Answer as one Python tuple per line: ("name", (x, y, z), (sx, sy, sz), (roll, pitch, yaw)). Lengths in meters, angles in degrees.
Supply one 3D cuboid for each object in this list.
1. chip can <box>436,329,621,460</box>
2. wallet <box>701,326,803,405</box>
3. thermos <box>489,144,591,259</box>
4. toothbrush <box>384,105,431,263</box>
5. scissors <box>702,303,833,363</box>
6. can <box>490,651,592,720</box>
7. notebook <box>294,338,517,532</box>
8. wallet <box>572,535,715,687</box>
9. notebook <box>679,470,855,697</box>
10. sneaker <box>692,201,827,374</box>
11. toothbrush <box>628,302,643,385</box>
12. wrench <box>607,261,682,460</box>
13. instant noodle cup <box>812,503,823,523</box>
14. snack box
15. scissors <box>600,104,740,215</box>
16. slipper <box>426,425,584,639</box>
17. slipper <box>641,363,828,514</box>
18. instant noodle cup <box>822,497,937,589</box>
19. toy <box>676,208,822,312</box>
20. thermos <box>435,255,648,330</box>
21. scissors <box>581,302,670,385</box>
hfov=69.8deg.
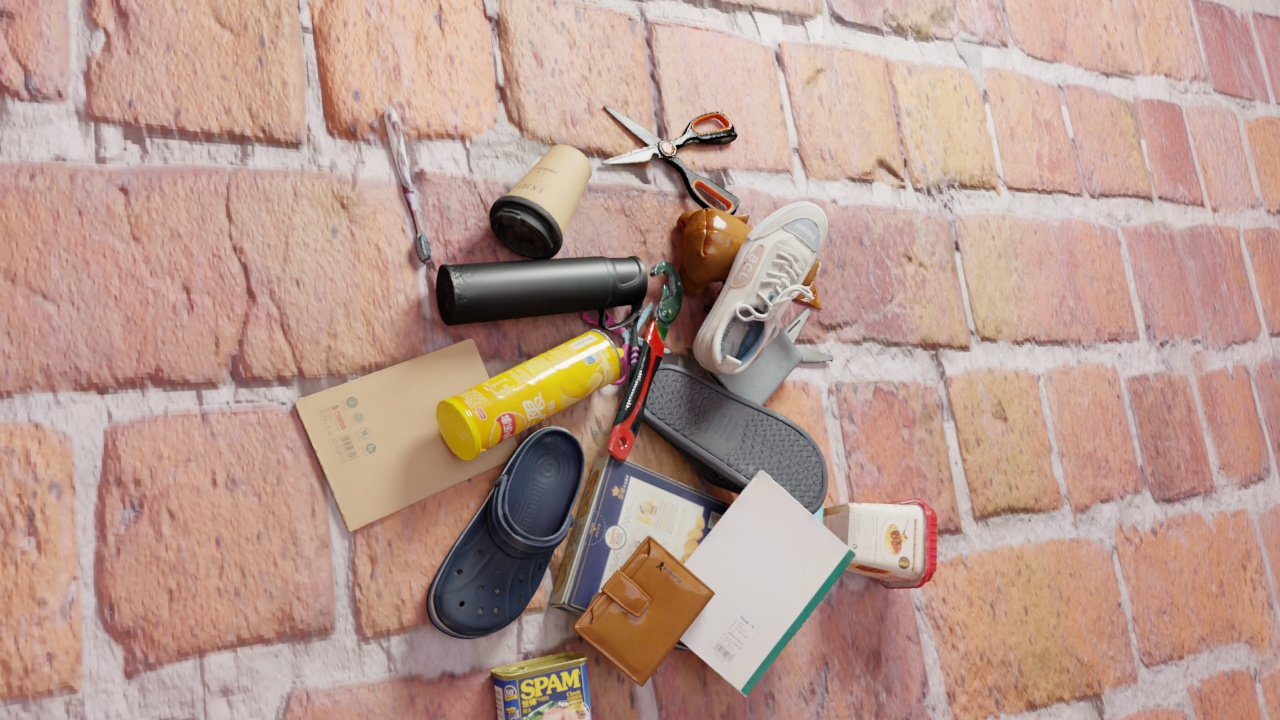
("chip can", (-0.121, 0.034, 1.026), (0.212, 0.072, 0.072), (-29, 93, -36))
("wallet", (0.147, -0.002, 1.194), (0.129, 0.037, 0.106), (-45, 102, -30))
("thermos", (-0.114, -0.189, 1.086), (0.093, 0.093, 0.143), (38, 56, -16))
("toothbrush", (-0.264, -0.202, 1.042), (0.016, 0.017, 0.187), (-12, 85, -32))
("scissors", (0.173, -0.011, 1.241), (0.223, 0.015, 0.188), (17, 70, -24))
("can", (-0.103, 0.363, 0.974), (0.102, 0.057, 0.083), (-3, 82, -29))
("notebook", (-0.245, 0.075, 0.992), (0.207, 0.008, 0.148), (-23, 90, -32))
("wallet", (0.004, 0.272, 1.003), (0.108, 0.031, 0.131), (44, 77, -10))
("notebook", (0.129, 0.253, 1.049), (0.150, 0.012, 0.209), (41, 78, 0))
("sneaker", (0.151, -0.088, 1.104), (0.089, 0.091, 0.242), (33, 90, -16))
("toothbrush", (-0.007, 0.007, 1.116), (0.014, 0.018, 0.189), (10, 68, -19))
("wrench", (0.008, -0.003, 1.112), (0.056, 0.016, 0.272), (34, 58, -31))
("instant noodle cup", (0.179, 0.224, 1.142), (0.111, 0.111, 0.120), (33, 57, -19))
("snack box", (0.006, 0.225, 1.073), (0.182, 0.046, 0.177), (26, 68, -22))
("scissors", (0.052, -0.278, 1.239), (0.221, 0.022, 0.231), (49, 59, -4))
("slipper", (-0.126, 0.183, 0.981), (0.105, 0.095, 0.252), (35, 64, -14))
("slipper", (0.109, 0.101, 1.139), (0.268, 0.083, 0.110), (32, 66, 6))
("instant noodle cup", (0.310, 0.237, 1.209), (0.124, 0.116, 0.116), (10, 73, -14))
("toy", (0.145, -0.130, 1.199), (0.199, 0.131, 0.140), (6, 76, -6))
("thermos", (-0.108, -0.074, 1.064), (0.242, 0.068, 0.090), (-6, 92, -27))
("scissors", (-0.021, -0.031, 1.139), (0.135, 0.017, 0.133), (41, 58, -12))
